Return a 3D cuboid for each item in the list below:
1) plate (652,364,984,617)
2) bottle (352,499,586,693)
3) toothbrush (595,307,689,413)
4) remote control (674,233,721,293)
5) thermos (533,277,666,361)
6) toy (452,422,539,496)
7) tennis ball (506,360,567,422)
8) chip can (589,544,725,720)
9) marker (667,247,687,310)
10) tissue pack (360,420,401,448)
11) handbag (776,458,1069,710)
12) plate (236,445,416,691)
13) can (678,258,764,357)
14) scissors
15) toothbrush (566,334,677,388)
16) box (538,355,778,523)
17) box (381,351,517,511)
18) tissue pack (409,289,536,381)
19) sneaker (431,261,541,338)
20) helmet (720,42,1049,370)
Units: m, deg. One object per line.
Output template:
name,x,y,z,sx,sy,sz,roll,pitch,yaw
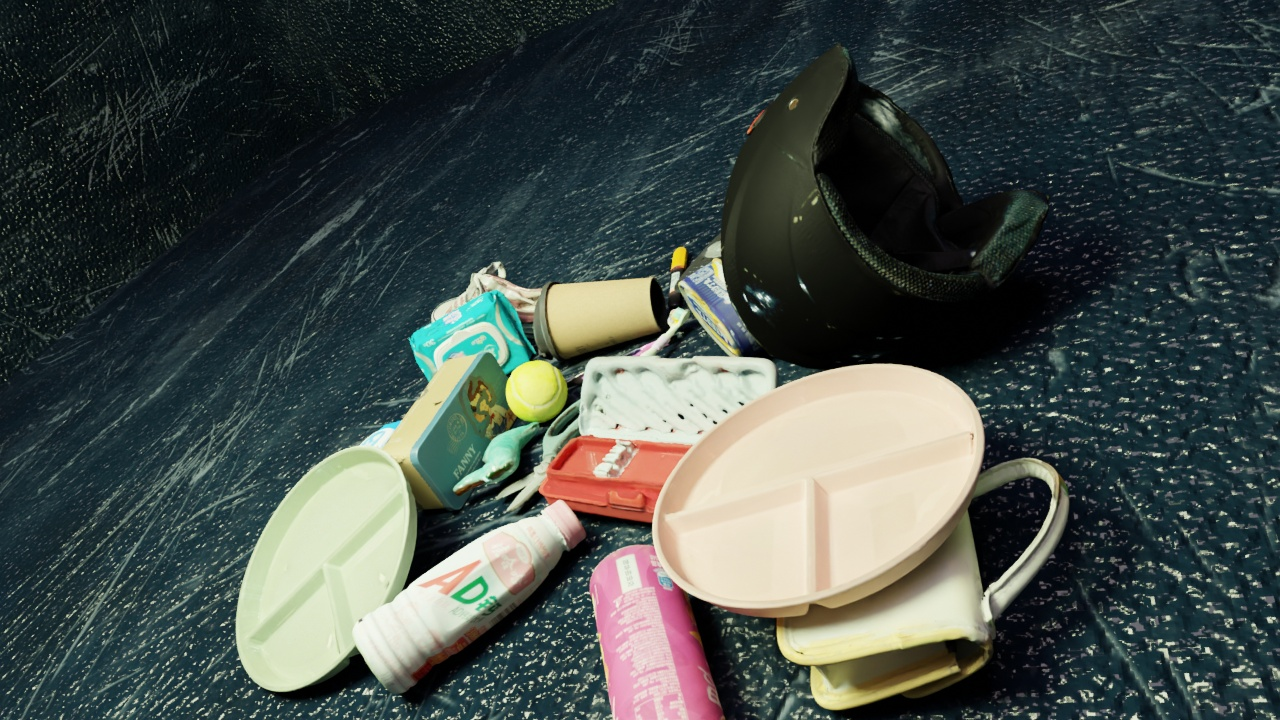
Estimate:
plate,0.116,0.082,0.614,0.230,0.028,0.229,-25,26,13
bottle,-0.135,0.186,0.752,0.196,0.068,0.068,-35,30,-16
toothbrush,-0.006,0.005,0.939,0.029,0.020,0.189,-21,22,51
remote control,0.086,-0.112,1.066,0.053,0.024,0.136,1,39,41
thermos,-0.047,-0.051,1.030,0.143,0.093,0.092,-8,34,18
toy,-0.143,0.099,0.916,0.096,0.030,0.092,-33,13,5
tennis ball,-0.109,0.033,0.966,0.065,0.065,0.065,-21,30,13
chip can,0.014,0.209,0.579,0.071,0.071,0.210,-27,29,4
marker,0.044,-0.097,1.092,0.018,0.015,0.123,-18,33,21
tissue pack,-0.286,0.120,0.979,0.095,0.052,0.156,-16,29,51
handbag,0.178,0.125,0.568,0.179,0.063,0.163,-22,28,24
plate,-0.287,0.188,0.844,0.231,0.027,0.229,-22,50,28
can,0.087,-0.051,0.921,0.049,0.074,0.148,-33,30,-2
scissors,-0.057,0.091,0.879,0.172,0.019,0.176,5,42,44
toothbrush,-0.046,0.011,1.002,0.189,0.014,0.017,-23,9,7
box,0.018,0.068,0.790,0.201,0.063,0.159,1,60,34
box,-0.197,0.076,0.955,0.063,0.090,0.183,-11,37,29
tissue pack,-0.199,-0.016,1.095,0.133,0.093,0.050,-30,25,-1
sneaker,-0.193,-0.078,1.190,0.242,0.088,0.118,1,41,40
helmet,0.184,-0.125,0.792,0.231,0.233,0.273,-47,18,36
